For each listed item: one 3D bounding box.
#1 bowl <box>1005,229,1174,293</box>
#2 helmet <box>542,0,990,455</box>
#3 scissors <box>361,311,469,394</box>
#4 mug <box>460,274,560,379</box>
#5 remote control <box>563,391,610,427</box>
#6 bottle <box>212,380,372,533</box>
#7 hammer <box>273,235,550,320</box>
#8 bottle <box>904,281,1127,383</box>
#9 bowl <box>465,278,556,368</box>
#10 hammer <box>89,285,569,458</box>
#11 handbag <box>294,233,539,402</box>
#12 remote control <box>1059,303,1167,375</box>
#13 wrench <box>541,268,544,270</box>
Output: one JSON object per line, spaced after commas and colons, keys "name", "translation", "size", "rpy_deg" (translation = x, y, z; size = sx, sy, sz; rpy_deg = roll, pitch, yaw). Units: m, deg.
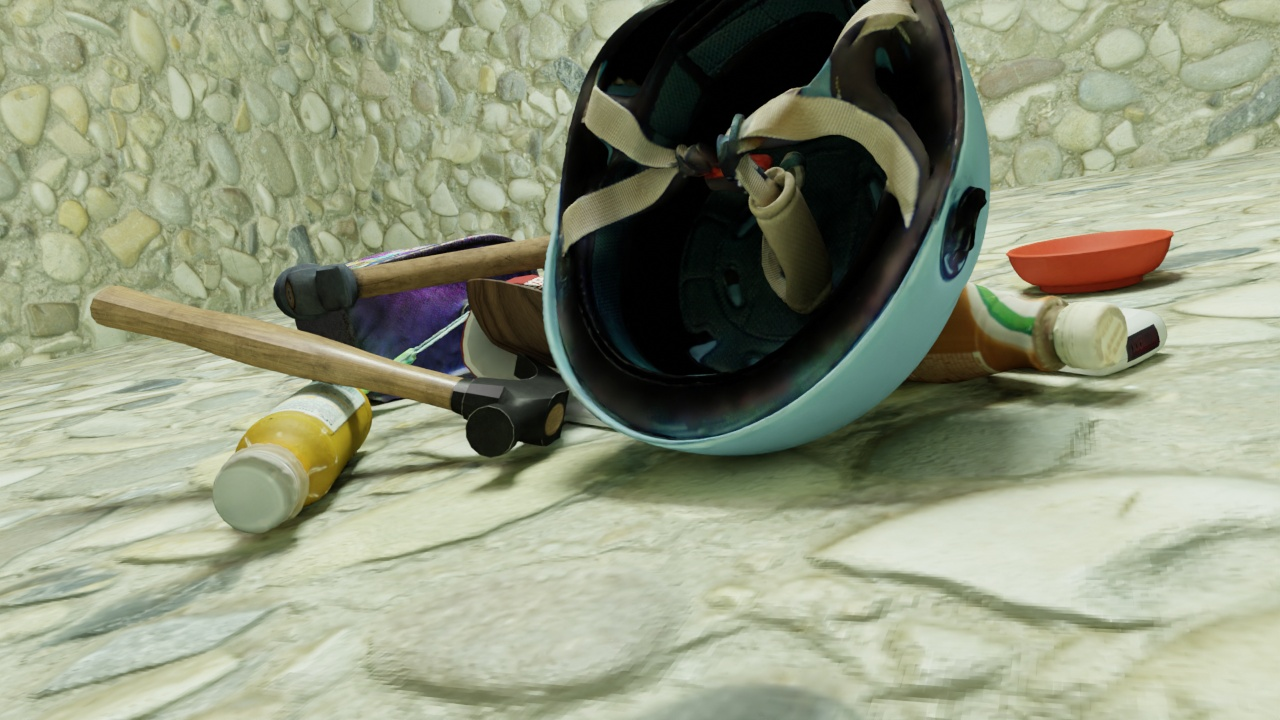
{"name": "bowl", "translation": [0.364, -0.079, 0.744], "size": [0.122, 0.035, 0.122], "rpy_deg": [-10, 10, 2]}
{"name": "helmet", "translation": [0.071, -0.067, 0.469], "size": [0.226, 0.265, 0.166], "rpy_deg": [1, -23, 40]}
{"name": "scissors", "translation": [-0.190, -0.001, 0.746], "size": [0.174, 0.033, 0.065], "rpy_deg": [-41, 9, -14]}
{"name": "mug", "translation": [-0.073, -0.017, 0.730], "size": [0.116, 0.080, 0.096], "rpy_deg": [20, 12, 2]}
{"name": "remote control", "translation": [-0.033, 0.030, 0.591], "size": [0.033, 0.012, 0.131], "rpy_deg": [-17, 12, -36]}
{"name": "bottle", "translation": [-0.192, 0.050, 0.517], "size": [0.053, 0.053, 0.186], "rpy_deg": [-11, 10, -6]}
{"name": "hammer", "translation": [-0.097, -0.076, 0.685], "size": [0.321, 0.040, 0.129], "rpy_deg": [-14, 9, -30]}
{"name": "bottle", "translation": [0.176, -0.016, 0.501], "size": [0.059, 0.059, 0.167], "rpy_deg": [-16, 12, -32]}
{"name": "bowl", "translation": [-0.064, -0.017, 0.616], "size": [0.119, 0.032, 0.119], "rpy_deg": [17, -9, 3]}
{"name": "hammer", "translation": [-0.194, -0.002, 0.561], "size": [0.306, 0.040, 0.132], "rpy_deg": [13, 9, 12]}
{"name": "handbag", "translation": [-0.206, -0.049, 0.888], "size": [0.221, 0.125, 0.205], "rpy_deg": [-20, 13, -34]}
{"name": "remote control", "translation": [0.226, -0.017, 0.536], "size": [0.060, 0.025, 0.139], "rpy_deg": [-19, 18, -30]}
{"name": "wrench", "translation": [0.029, -0.073, 0.776], "size": [0.274, 0.018, 0.083], "rpy_deg": [2, 34, 23]}
